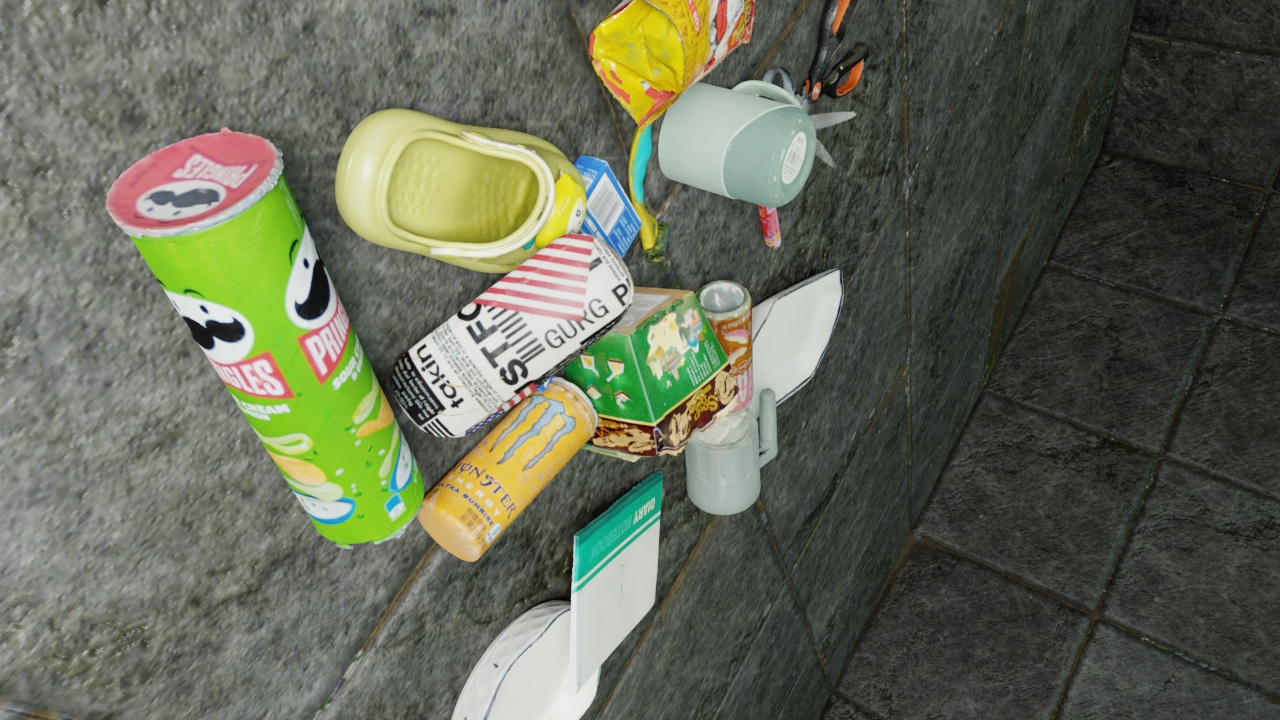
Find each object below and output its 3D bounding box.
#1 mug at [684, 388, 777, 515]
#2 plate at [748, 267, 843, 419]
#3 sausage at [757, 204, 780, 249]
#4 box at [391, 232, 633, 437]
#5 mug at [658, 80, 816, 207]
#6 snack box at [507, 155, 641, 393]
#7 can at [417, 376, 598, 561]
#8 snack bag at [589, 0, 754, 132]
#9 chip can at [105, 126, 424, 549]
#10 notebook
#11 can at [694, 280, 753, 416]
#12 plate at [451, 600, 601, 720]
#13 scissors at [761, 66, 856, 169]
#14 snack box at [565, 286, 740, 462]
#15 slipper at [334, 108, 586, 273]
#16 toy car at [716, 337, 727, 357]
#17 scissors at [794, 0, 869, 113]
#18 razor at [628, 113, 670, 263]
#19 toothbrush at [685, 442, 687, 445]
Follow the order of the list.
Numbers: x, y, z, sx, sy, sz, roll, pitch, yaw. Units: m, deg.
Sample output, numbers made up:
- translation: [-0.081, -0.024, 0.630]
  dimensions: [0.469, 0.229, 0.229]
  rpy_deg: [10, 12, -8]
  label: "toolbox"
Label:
- translation: [0.104, 0.095, 1.010]
  dimensions: [0.123, 0.084, 0.103]
  rpy_deg: [-34, 138, -25]
  label: "mug"
- translation: [0.174, -0.026, 1.105]
  dimensions: [0.264, 0.034, 0.162]
  rpy_deg: [-28, 134, -51]
  label: "plate"
- translation: [0.128, -0.163, 0.935]
  dimensions: [0.020, 0.020, 0.156]
  rpy_deg: [-54, 150, -23]
  label: "sausage"
- translation: [-0.074, -0.012, 0.576]
  dimensions: [0.163, 0.074, 0.079]
  rpy_deg: [-38, -179, 6]
  label: "box"
- translation: [0.088, -0.184, 0.750]
  dimensions: [0.111, 0.106, 0.082]
  rpy_deg: [-55, 150, -23]
  label: "mug"
- translation: [-0.058, -0.061, 0.670]
  dimensions: [0.157, 0.026, 0.084]
  rpy_deg: [-60, 152, -12]
  label: "snack box"
- translation: [-0.095, 0.078, 0.676]
  dimensions: [0.145, 0.058, 0.058]
  rpy_deg: [-47, 147, -34]
  label: "can"
- translation: [0.043, -0.261, 0.673]
  dimensions: [0.207, 0.073, 0.129]
  rpy_deg: [-53, 150, -40]
  label: "snack bag"
- translation: [-0.173, 0.003, 0.465]
  dimensions: [0.072, 0.072, 0.236]
  rpy_deg: [-48, 148, -32]
  label: "chip can"
- translation: [-0.021, 0.205, 0.888]
  dimensions: [0.208, 0.012, 0.150]
  rpy_deg: [-24, 119, -67]
  label: "notebook"
- translation: [0.085, -0.011, 0.932]
  dimensions: [0.057, 0.058, 0.147]
  rpy_deg: [-48, 147, -32]
  label: "can"
- translation: [-0.105, 0.314, 0.857]
  dimensions: [0.204, 0.045, 0.205]
  rpy_deg: [-40, 143, -40]
  label: "plate"
- translation: [0.133, -0.203, 0.798]
  dimensions: [0.172, 0.014, 0.159]
  rpy_deg: [135, -43, -56]
  label: "scissors"
- translation: [0.000, 0.002, 0.736]
  dimensions: [0.118, 0.118, 0.106]
  rpy_deg: [-35, 119, -37]
  label: "snack box"
- translation: [-0.088, -0.090, 0.539]
  dimensions: [0.190, 0.082, 0.092]
  rpy_deg: [-1, 114, -58]
  label: "slipper"
- translation: [0.054, 0.006, 0.883]
  dimensions: [0.037, 0.056, 0.123]
  rpy_deg: [-24, 147, -15]
  label: "toy car"
- translation: [0.189, -0.290, 0.943]
  dimensions: [0.223, 0.022, 0.221]
  rpy_deg: [-13, 122, -58]
  label: "scissors"
- translation: [0.005, -0.138, 0.722]
  dimensions: [0.133, 0.028, 0.043]
  rpy_deg: [82, 17, -50]
  label: "razor"
- translation: [0.034, 0.024, 0.863]
  dimensions: [0.213, 0.027, 0.026]
  rpy_deg: [89, 7, -56]
  label: "toothbrush"
